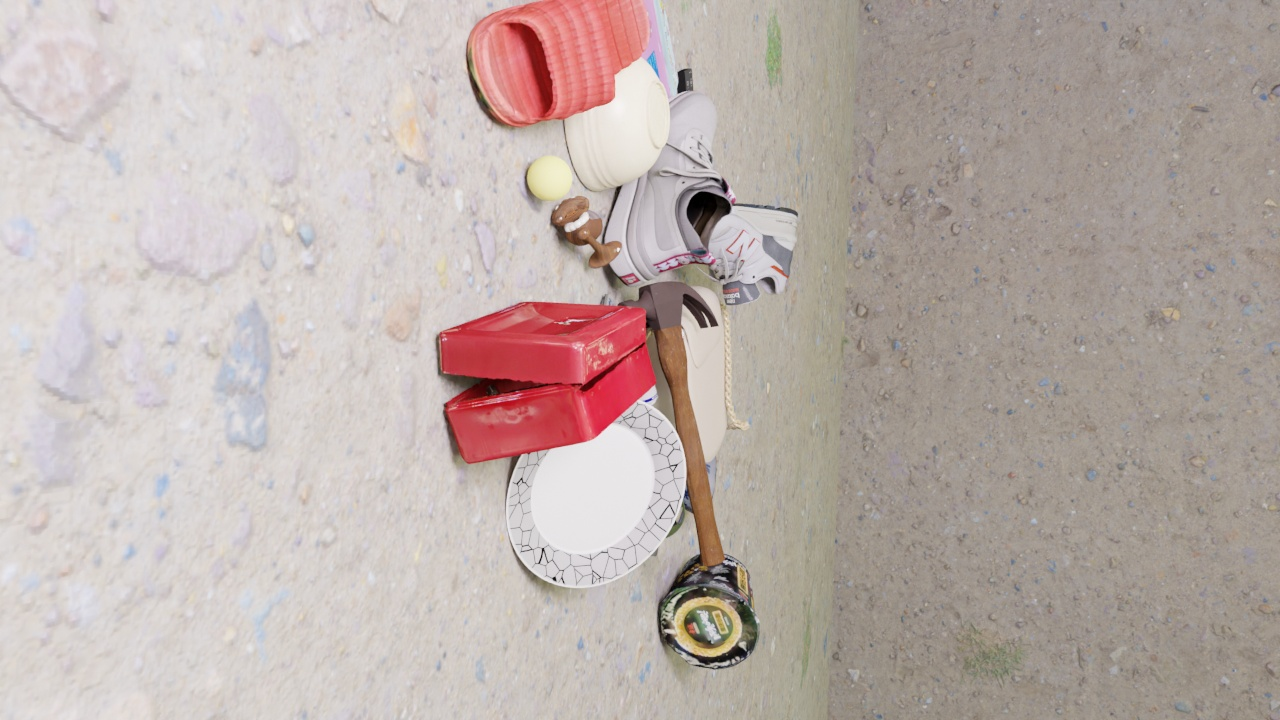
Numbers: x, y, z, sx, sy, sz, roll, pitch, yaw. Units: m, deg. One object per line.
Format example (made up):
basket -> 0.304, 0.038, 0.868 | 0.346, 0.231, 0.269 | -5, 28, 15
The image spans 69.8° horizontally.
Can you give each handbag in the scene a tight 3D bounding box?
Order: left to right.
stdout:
handbag -> 0.065, 0.023, 1.162 | 0.210, 0.103, 0.209 | -48, 133, -63

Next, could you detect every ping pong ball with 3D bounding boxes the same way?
ping pong ball -> -0.081, -0.163, 0.820 | 0.040, 0.040, 0.040 | 3, 89, -70

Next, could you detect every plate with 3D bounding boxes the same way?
plate -> -0.041, 0.123, 0.865 | 0.188, 0.016, 0.189 | -9, 108, -29

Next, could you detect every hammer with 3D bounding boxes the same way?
hammer -> 0.053, 0.071, 1.030 | 0.115, 0.033, 0.323 | -14, 95, -34

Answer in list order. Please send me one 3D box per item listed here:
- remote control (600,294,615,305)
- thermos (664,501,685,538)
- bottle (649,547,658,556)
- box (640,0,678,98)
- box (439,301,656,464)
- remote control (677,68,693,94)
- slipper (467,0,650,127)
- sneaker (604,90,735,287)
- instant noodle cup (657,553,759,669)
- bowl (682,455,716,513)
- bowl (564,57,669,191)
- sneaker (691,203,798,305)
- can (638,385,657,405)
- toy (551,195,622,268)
remote control -> -0.045, -0.006, 0.981 | 0.033, 0.013, 0.136 | 59, 38, -56
thermos -> -0.007, 0.143, 1.007 | 0.231, 0.082, 0.082 | 53, 44, -61
bottle -> 0.017, 0.182, 1.133 | 0.030, 0.030, 0.113 | 15, 86, -70
box -> 0.007, -0.386, 1.058 | 0.150, 0.035, 0.214 | -72, 156, -45
box -> -0.070, 0.015, 0.748 | 0.157, 0.134, 0.110 | -32, 119, -65
remote control -> 0.066, -0.318, 1.249 | 0.034, 0.013, 0.150 | -52, 140, -58
slipper -> -0.051, -0.273, 0.799 | 0.248, 0.059, 0.104 | -41, 127, -45
sneaker -> 0.056, -0.201, 1.018 | 0.097, 0.129, 0.262 | 48, 52, -45
instant noodle cup -> 0.100, 0.339, 1.276 | 0.112, 0.137, 0.137 | -63, 151, -67
bowl -> 0.069, 0.159, 1.274 | 0.114, 0.045, 0.114 | 3, 90, -70
bowl -> -0.015, -0.250, 0.942 | 0.150, 0.075, 0.150 | 3, 90, -70
sneaker -> 0.113, -0.132, 1.165 | 0.239, 0.089, 0.124 | -6, 93, -35
can -> -0.006, 0.006, 1.042 | 0.032, 0.032, 0.095 | -51, 130, -59
toy -> -0.054, -0.127, 0.897 | 0.055, 0.041, 0.102 | 56, 5, 10
